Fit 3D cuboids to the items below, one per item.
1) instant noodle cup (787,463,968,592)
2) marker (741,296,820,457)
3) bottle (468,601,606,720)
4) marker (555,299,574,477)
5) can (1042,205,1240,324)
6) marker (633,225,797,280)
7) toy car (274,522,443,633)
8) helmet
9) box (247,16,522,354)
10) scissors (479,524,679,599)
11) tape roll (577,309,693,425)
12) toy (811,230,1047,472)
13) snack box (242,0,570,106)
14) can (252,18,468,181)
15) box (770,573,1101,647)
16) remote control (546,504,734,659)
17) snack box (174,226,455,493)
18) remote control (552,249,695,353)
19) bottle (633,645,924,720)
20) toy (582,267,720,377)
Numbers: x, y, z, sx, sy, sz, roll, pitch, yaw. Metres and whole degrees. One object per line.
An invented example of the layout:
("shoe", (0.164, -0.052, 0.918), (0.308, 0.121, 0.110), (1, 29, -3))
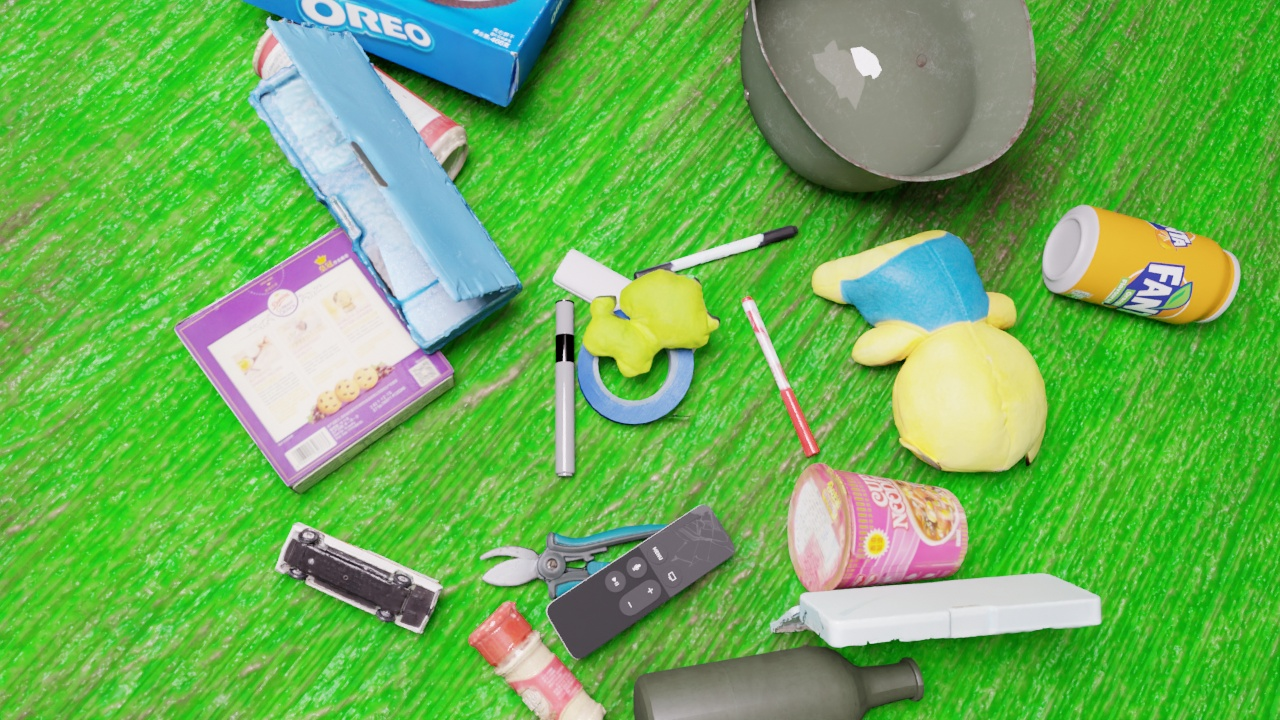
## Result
("instant noodle cup", (0.182, 0.129, 0.696), (0.108, 0.098, 0.097), (4, 74, -16))
("marker", (0.115, 0.012, 0.754), (0.012, 0.013, 0.142), (-19, 79, -14))
("bottle", (-0.073, 0.223, 0.649), (0.044, 0.044, 0.109), (-41, 85, -17))
("marker", (-0.059, 0.021, 0.720), (0.016, 0.016, 0.140), (1, 75, -10))
("can", (0.433, -0.081, 0.799), (0.142, 0.079, 0.079), (14, 73, -6))
("marker", (0.065, -0.091, 0.775), (0.152, 0.011, 0.011), (-18, 79, -14))
("toy car", (-0.197, 0.151, 0.649), (0.113, 0.039, 0.039), (25, 98, -1))
("helmet", (0.174, -0.246, 0.761), (0.226, 0.154, 0.267), (-15, 82, -15))
("box", (-0.183, -0.126, 0.637), (0.094, 0.102, 0.231), (-34, 88, -4))
("scissors", (-0.036, 0.153, 0.687), (0.153, 0.019, 0.127), (41, 72, 2))
("tape roll", (-0.004, 0.004, 0.726), (0.091, 0.016, 0.093), (-3, 83, -6))
("toy", (0.248, -0.007, 0.746), (0.148, 0.084, 0.214), (-17, 76, -12))
("snack box", (-0.179, -0.322, 0.742), (0.239, 0.056, 0.195), (21, 52, -2))
("can", (-0.220, -0.199, 0.727), (0.170, 0.067, 0.067), (35, 72, 1))
("box", (0.205, 0.179, 0.658), (0.197, 0.137, 0.049), (-1, 75, -10))
("remote control", (0.002, 0.161, 0.676), (0.146, 0.008, 0.045), (-30, 83, -18))
("snack box", (-0.238, -0.002, 0.683), (0.143, 0.041, 0.148), (-36, 83, -17))
("remote control", (-0.008, -0.048, 0.750), (0.131, 0.012, 0.033), (29, 72, -1))
("bottle", (0.101, 0.245, 0.657), (0.206, 0.071, 0.071), (-6, 76, -11))
("toy", (0.008, -0.030, 0.705), (0.094, 0.036, 0.093), (31, 88, 3))
